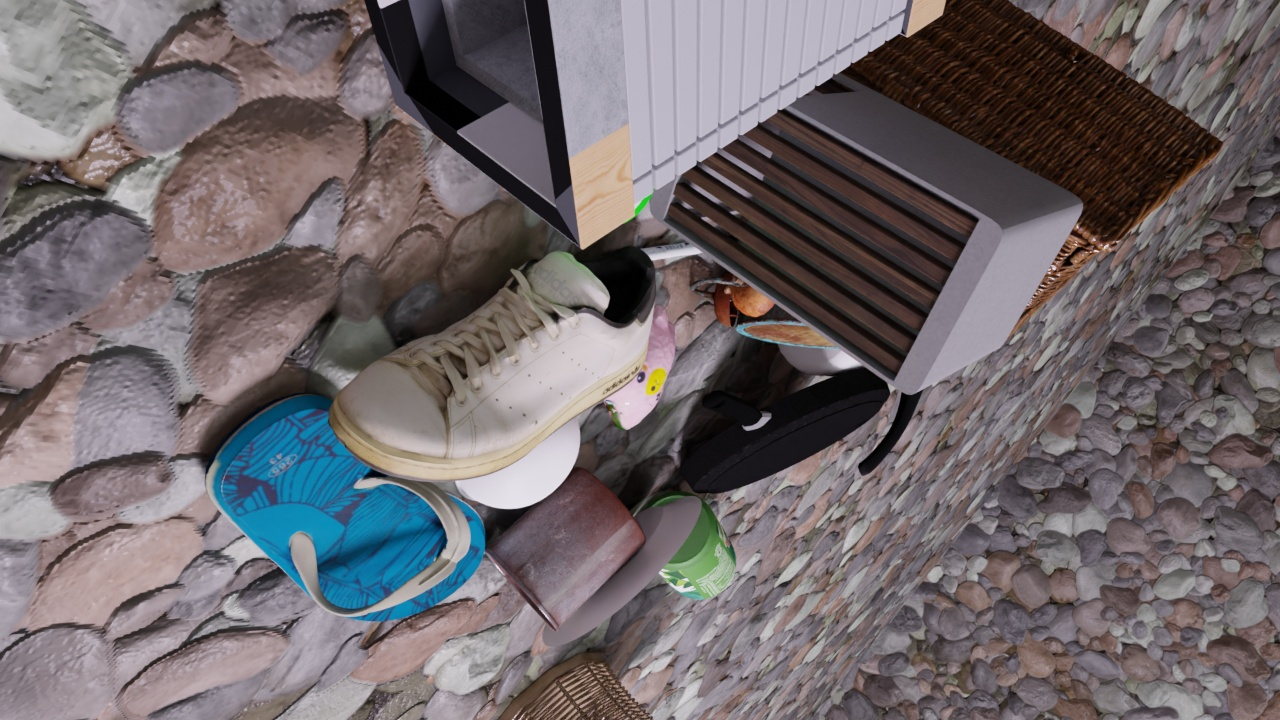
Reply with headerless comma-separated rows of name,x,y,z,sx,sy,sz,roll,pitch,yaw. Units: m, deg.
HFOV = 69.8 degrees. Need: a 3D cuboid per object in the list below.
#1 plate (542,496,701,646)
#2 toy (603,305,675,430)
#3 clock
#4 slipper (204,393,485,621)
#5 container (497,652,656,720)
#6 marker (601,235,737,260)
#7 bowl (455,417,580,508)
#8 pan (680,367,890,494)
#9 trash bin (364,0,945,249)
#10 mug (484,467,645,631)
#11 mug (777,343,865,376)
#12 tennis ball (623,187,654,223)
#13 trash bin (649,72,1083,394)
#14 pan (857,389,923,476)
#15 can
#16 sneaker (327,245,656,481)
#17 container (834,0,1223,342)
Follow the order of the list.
plate,-0.023,0.182,0.832,0.188,0.016,0.188,-40,-174,5
toy,-0.004,0.004,0.705,0.093,0.050,0.102,-51,154,-9
clock,0.119,-0.057,0.737,0.121,0.157,0.073,157,-60,-77
slipper,-0.173,0.120,0.600,0.118,0.060,0.295,-40,149,-12
container,-0.050,0.465,1.020,0.226,0.196,0.227,-34,147,-26
marker,0.026,-0.083,0.687,0.151,0.011,0.011,-15,135,-46
bowl,-0.081,0.074,0.688,0.109,0.040,0.110,-34,147,-26
pan,0.123,0.065,0.864,0.226,0.034,0.356,-31,162,15
trash bin,0.016,-0.197,0.407,0.246,0.142,0.143,-36,148,-23
mug,-0.064,0.157,0.773,0.110,0.096,0.123,-36,179,-17
mug,0.189,-0.035,0.866,0.116,0.094,0.068,-23,166,35
tennis ball,-0.023,-0.110,0.533,0.065,0.065,0.065,-34,147,-26
trash bin,0.136,-0.099,0.595,0.114,0.229,0.115,-19,138,-43
pan,0.320,-0.020,1.003,0.355,0.067,0.209,-46,178,-23
can,0.052,0.199,0.972,0.083,0.083,0.144,-45,150,-9
sneaker,-0.069,-0.011,0.553,0.240,0.089,0.103,-27,151,-45
container,0.258,-0.144,0.720,0.161,0.250,0.184,-35,157,-26
